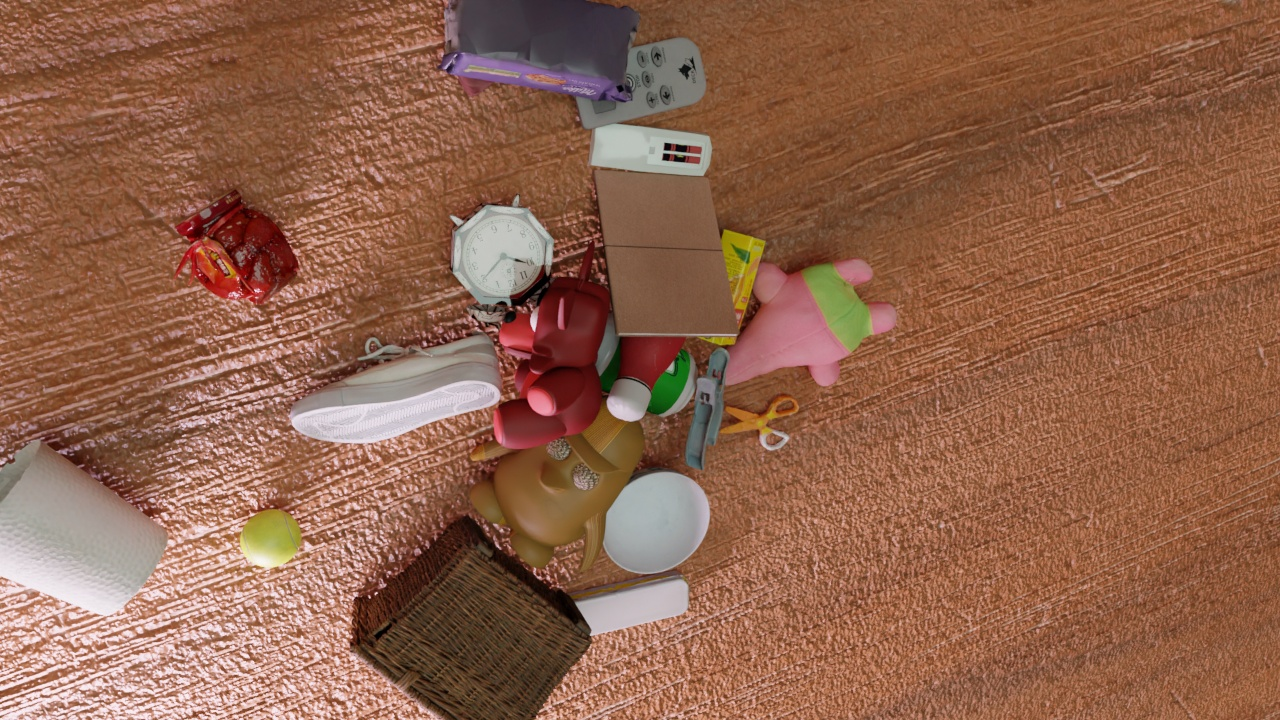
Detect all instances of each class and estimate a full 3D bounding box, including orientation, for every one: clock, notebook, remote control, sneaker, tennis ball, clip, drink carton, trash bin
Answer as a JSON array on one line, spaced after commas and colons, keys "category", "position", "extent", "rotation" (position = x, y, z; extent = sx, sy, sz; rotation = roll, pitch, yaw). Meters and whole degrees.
[{"category": "clock", "position": [-0.150, -0.101, 1.024], "extent": [0.114, 0.065, 0.155], "rotation": [-20, 107, -11]}, {"category": "notebook", "position": [0.027, -0.121, 1.029], "extent": [0.141, 0.208, 0.008], "rotation": [0, 155, -19]}, {"category": "remote control", "position": [0.015, -0.241, 1.051], "extent": [0.143, 0.024, 0.050], "rotation": [2, 109, -19]}, {"category": "sneaker", "position": [-0.274, 0.025, 1.035], "extent": [0.242, 0.090, 0.089], "rotation": [-14, 145, 6]}, {"category": "tennis ball", "position": [-0.423, 0.204, 1.051], "extent": [0.065, 0.065, 0.065], "rotation": [-6, 111, -16]}, {"category": "clip", "position": [0.075, 0.077, 1.126], "extent": [0.028, 0.127, 0.167], "rotation": [15, 135, 14]}, {"category": "drink carton", "position": [0.106, -0.087, 1.111], "extent": [0.043, 0.058, 0.135], "rotation": [19, 100, 22]}, {"category": "trash bin", "position": [-0.597, 0.182, 0.955], "extent": [0.133, 0.133, 0.161], "rotation": [-44, 122, 1]}, {"category": "remote control", "position": [-0.001, -0.308, 1.016], "extent": [0.151, 0.019, 0.074], "rotation": [-17, 102, -12]}]

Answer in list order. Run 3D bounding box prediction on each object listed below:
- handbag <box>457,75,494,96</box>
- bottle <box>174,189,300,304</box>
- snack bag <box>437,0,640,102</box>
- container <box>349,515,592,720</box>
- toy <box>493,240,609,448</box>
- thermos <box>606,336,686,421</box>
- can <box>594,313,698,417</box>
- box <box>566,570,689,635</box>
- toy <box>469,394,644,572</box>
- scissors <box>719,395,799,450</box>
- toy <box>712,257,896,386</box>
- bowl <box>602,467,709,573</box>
[{"category": "handbag", "position": [-0.141, -0.329, 0.968], "extent": [0.119, 0.029, 0.055], "rotation": [-31, 112, -11]}, {"category": "bottle", "position": [-0.407, -0.105, 0.924], "extent": [0.099, 0.099, 0.111], "rotation": [-33, 112, -4]}, {"category": "snack bag", "position": [-0.099, -0.329, 0.941], "extent": [0.205, 0.058, 0.096], "rotation": [3, 92, -20]}, {"category": "container", "position": [-0.195, 0.325, 1.112], "extent": [0.250, 0.162, 0.183], "rotation": [43, 84, -17]}, {"category": "toy", "position": [-0.090, -0.013, 0.975], "extent": [0.120, 0.158, 0.198], "rotation": [16, 119, 4]}, {"category": "thermos", "position": [0.018, -0.037, 1.033], "extent": [0.073, 0.073, 0.239], "rotation": [38, 55, -26]}, {"category": "can", "position": [-0.007, 0.006, 1.103], "extent": [0.139, 0.088, 0.088], "rotation": [26, 100, -25]}, {"category": "box", "position": [-0.035, 0.335, 1.253], "extent": [0.209, 0.033, 0.064], "rotation": [-8, 112, -14]}, {"category": "toy", "position": [-0.083, 0.130, 1.080], "extent": [0.203, 0.162, 0.198], "rotation": [-44, 87, 12]}, {"category": "scissors", "position": [0.154, 0.091, 1.222], "extent": [0.133, 0.012, 0.097], "rotation": [-11, 116, -25]}, {"category": "toy", "position": [0.195, -0.038, 1.156], "extent": [0.237, 0.096, 0.192], "rotation": [-31, 109, 11]}, {"category": "bowl", "position": [0.009, 0.193, 1.186], "extent": [0.143, 0.074, 0.144], "rotation": [-6, 112, -16]}]
